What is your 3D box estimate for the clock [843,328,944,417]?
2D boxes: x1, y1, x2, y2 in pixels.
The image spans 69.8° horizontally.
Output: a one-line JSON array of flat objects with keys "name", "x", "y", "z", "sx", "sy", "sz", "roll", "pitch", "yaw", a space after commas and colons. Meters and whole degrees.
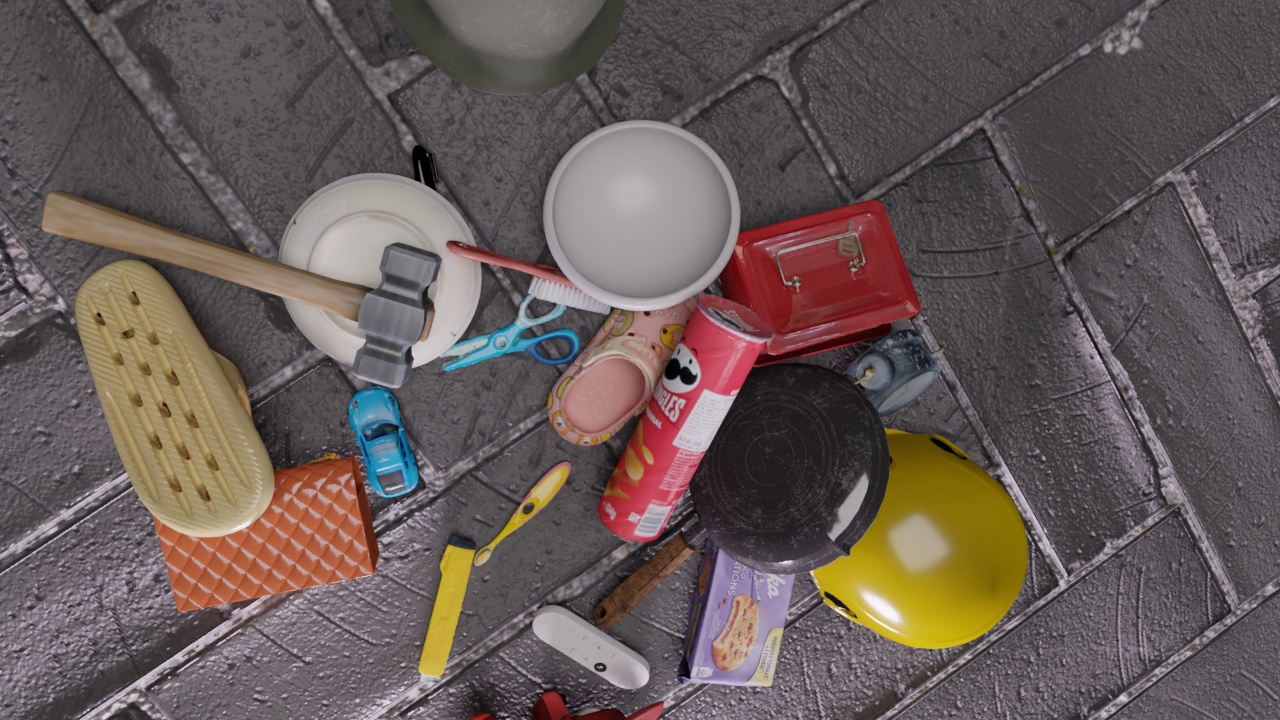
[{"name": "clock", "x": 0.237, "y": 0.017, "z": 0.901, "sx": 0.129, "sy": 0.090, "sz": 0.052, "roll": -16, "pitch": 60, "yaw": -29}]

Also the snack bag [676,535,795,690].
[{"name": "snack bag", "x": 0.101, "y": 0.229, "z": 0.931, "sx": 0.096, "sy": 0.058, "sz": 0.205, "roll": 13, "pitch": 92, "yaw": -17}]

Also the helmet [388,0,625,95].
[{"name": "helmet", "x": -0.111, "y": -0.368, "z": 0.756, "sx": 0.227, "sy": 0.154, "sz": 0.268, "roll": -18, "pitch": 101, "yaw": -8}]

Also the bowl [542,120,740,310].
[{"name": "bowl", "x": 0.000, "y": -0.127, "z": 0.846, "sx": 0.176, "sy": 0.066, "sz": 0.176, "roll": 0, "pitch": 80, "yaw": -1}]

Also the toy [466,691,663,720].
[{"name": "toy", "x": -0.081, "y": 0.384, "z": 0.886, "sx": 0.197, "sy": 0.120, "sz": 0.159, "roll": -12, "pitch": 137, "yaw": -19}]

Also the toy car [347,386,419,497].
[{"name": "toy car", "x": -0.241, "y": 0.077, "z": 0.857, "sx": 0.048, "sy": 0.032, "sz": 0.105, "roll": -15, "pitch": 99, "yaw": -8}]

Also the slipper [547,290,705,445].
[{"name": "slipper", "x": -0.005, "y": 0.005, "z": 0.868, "sx": 0.093, "sy": 0.081, "sz": 0.197, "roll": 41, "pitch": 91, "yaw": -14}]

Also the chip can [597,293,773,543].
[{"name": "chip can", "x": 0.035, "y": 0.058, "z": 0.835, "sx": 0.073, "sy": 0.073, "sz": 0.233, "roll": 21, "pitch": 113, "yaw": -13}]

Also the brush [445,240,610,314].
[{"name": "brush", "x": -0.099, "y": -0.075, "z": 0.842, "sx": 0.172, "sy": 0.041, "sz": 0.030, "roll": 13, "pitch": 105, "yaw": -28}]

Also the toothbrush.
[{"name": "toothbrush", "x": -0.116, "y": 0.151, "z": 0.899, "sx": 0.021, "sy": 0.016, "sz": 0.135, "roll": 43, "pitch": 89, "yaw": -9}]

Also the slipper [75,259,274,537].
[{"name": "slipper", "x": -0.402, "y": 0.035, "z": 0.801, "sx": 0.111, "sy": 0.079, "sz": 0.261, "roll": -29, "pitch": 83, "yaw": -4}]

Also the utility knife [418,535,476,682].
[{"name": "utility knife", "x": -0.192, "y": 0.245, "z": 0.898, "sx": 0.030, "sy": 0.017, "sz": 0.155, "roll": 14, "pitch": 94, "yaw": -8}]

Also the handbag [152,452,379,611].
[{"name": "handbag", "x": -0.336, "y": 0.150, "z": 0.834, "sx": 0.172, "sy": 0.060, "sz": 0.109, "roll": -10, "pitch": 105, "yaw": -7}]

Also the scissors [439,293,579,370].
[{"name": "scissors", "x": -0.126, "y": -0.012, "z": 0.877, "sx": 0.140, "sy": 0.015, "sz": 0.083, "roll": -25, "pitch": 101, "yaw": -9}]

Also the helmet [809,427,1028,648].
[{"name": "helmet", "x": 0.278, "y": 0.183, "z": 0.892, "sx": 0.240, "sy": 0.140, "sz": 0.209, "roll": 34, "pitch": 91, "yaw": -30}]

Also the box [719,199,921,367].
[{"name": "box", "x": 0.163, "y": -0.072, "z": 0.890, "sx": 0.157, "sy": 0.123, "sz": 0.136, "roll": -13, "pitch": 82, "yaw": -6}]

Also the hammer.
[{"name": "hammer", "x": -0.334, "y": -0.078, "z": 0.775, "sx": 0.323, "sy": 0.051, "sz": 0.117, "roll": 17, "pitch": 100, "yaw": -6}]

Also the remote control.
[{"name": "remote control", "x": -0.049, "y": 0.290, "z": 0.925, "sx": 0.136, "sy": 0.013, "sz": 0.043, "roll": 36, "pitch": 117, "yaw": -13}]

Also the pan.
[{"name": "pan", "x": 0.073, "y": 0.146, "z": 0.875, "sx": 0.357, "sy": 0.207, "sz": 0.040, "roll": -43, "pitch": 145, "yaw": 13}]

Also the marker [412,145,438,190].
[{"name": "marker", "x": -0.189, "y": -0.129, "z": 0.845, "sx": 0.022, "sy": 0.016, "sz": 0.139, "roll": -8, "pitch": 101, "yaw": 8}]

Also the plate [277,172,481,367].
[{"name": "plate", "x": -0.236, "y": -0.076, "z": 0.825, "sx": 0.182, "sy": 0.034, "sz": 0.182, "roll": -1, "pitch": 102, "yaw": -5}]
